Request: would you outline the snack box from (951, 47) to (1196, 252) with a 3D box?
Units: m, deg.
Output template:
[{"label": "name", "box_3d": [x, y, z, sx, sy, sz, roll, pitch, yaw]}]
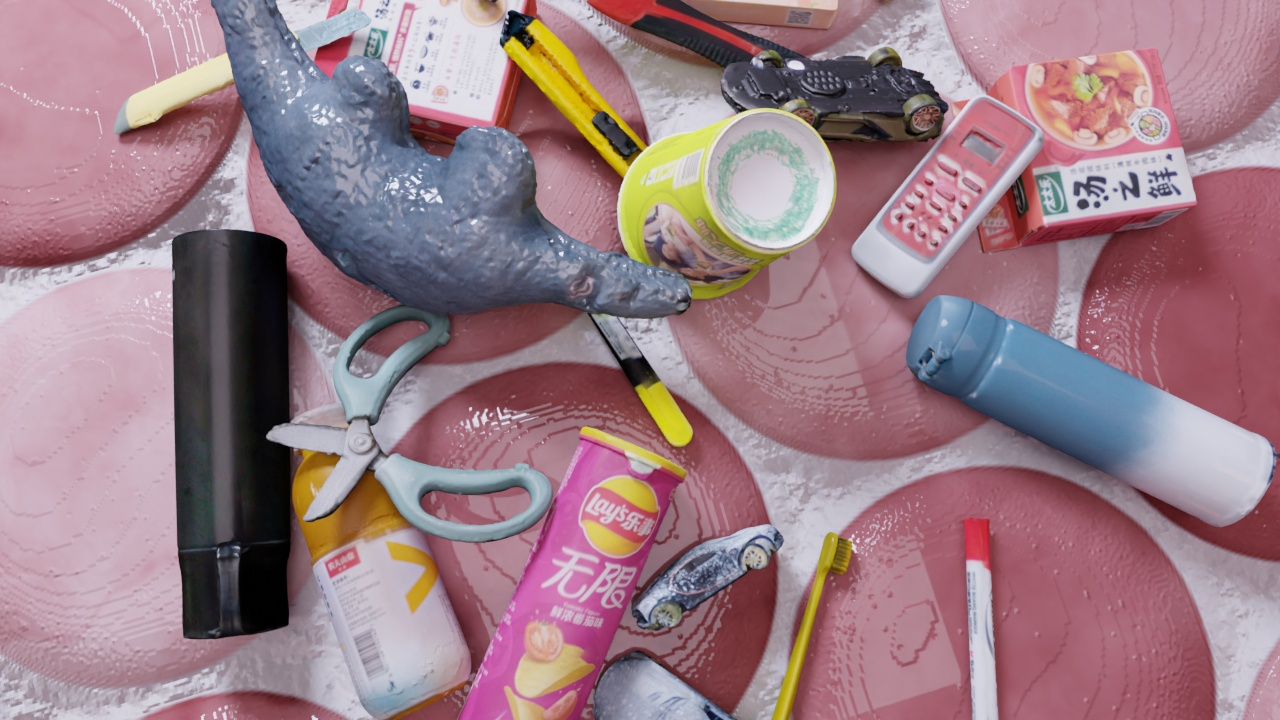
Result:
[{"label": "snack box", "box_3d": [0.287, -0.141, 0.615, 0.127, 0.044, 0.113, -9, 81, -2]}]

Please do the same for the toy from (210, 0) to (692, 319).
[{"label": "toy", "box_3d": [-0.137, -0.102, 0.566, 0.356, 0.091, 0.138, 33, 112, 0]}]

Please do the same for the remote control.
[{"label": "remote control", "box_3d": [0.199, -0.106, 0.599, 0.056, 0.020, 0.136, 42, 100, 19]}]

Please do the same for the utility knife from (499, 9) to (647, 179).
[{"label": "utility knife", "box_3d": [-0.014, -0.147, 0.606, 0.216, 0.015, 0.033, 46, 78, -8]}]

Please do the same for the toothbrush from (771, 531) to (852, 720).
[{"label": "toothbrush", "box_3d": [0.098, 0.201, 0.574, 0.016, 0.016, 0.190, 19, 81, -4]}]

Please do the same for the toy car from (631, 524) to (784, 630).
[{"label": "toy car", "box_3d": [0.040, 0.131, 0.568, 0.105, 0.049, 0.031, -31, 86, -6]}]

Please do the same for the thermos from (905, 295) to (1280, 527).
[{"label": "thermos", "box_3d": [0.277, 0.027, 0.579, 0.220, 0.070, 0.070, 27, 82, 4]}]

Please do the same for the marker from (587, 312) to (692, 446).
[{"label": "marker", "box_3d": [-0.004, 0.004, 0.606, 0.018, 0.015, 0.124, -32, 80, -6]}]

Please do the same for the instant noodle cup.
[{"label": "instant noodle cup", "box_3d": [0.056, -0.096, 0.552, 0.111, 0.123, 0.111, 0, 90, -16]}]

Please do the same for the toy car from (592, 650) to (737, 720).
[{"label": "toy car", "box_3d": [0.026, 0.227, 0.556, 0.120, 0.037, 0.054, 33, 83, 15]}]

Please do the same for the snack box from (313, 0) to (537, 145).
[{"label": "snack box", "box_3d": [-0.144, -0.211, 0.622, 0.127, 0.044, 0.113, 13, 82, 0]}]

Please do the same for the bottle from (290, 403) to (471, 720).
[{"label": "bottle", "box_3d": [-0.164, 0.118, 0.557, 0.068, 0.068, 0.189, -23, 79, -4]}]

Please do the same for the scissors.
[{"label": "scissors", "box_3d": [-0.129, 0.034, 0.561, 0.171, 0.019, 0.169, 12, 53, -3]}]

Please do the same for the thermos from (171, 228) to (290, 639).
[{"label": "thermos", "box_3d": [-0.246, 0.042, 0.560, 0.068, 0.090, 0.242, -1, 80, -26]}]

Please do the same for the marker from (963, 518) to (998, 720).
[{"label": "marker", "box_3d": [0.215, 0.173, 0.579, 0.017, 0.017, 0.145, 1, 81, -1]}]

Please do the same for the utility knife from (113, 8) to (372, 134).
[{"label": "utility knife", "box_3d": [-0.268, -0.194, 0.606, 0.205, 0.021, 0.031, -18, 72, 19]}]

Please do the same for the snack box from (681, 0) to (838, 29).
[{"label": "snack box", "box_3d": [0.061, -0.283, 0.644, 0.157, 0.026, 0.084, 4, 81, 0]}]

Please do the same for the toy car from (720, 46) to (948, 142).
[{"label": "toy car", "box_3d": [0.127, -0.171, 0.600, 0.158, 0.042, 0.070, -3, 49, -15]}]

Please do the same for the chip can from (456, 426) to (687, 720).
[{"label": "chip can", "box_3d": [-0.044, 0.150, 0.553, 0.071, 0.071, 0.210, 23, 82, 3]}]

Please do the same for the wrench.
[{"label": "wrench", "box_3d": [0.015, -0.227, 0.616, 0.273, 0.016, 0.056, 18, 81, -10]}]
